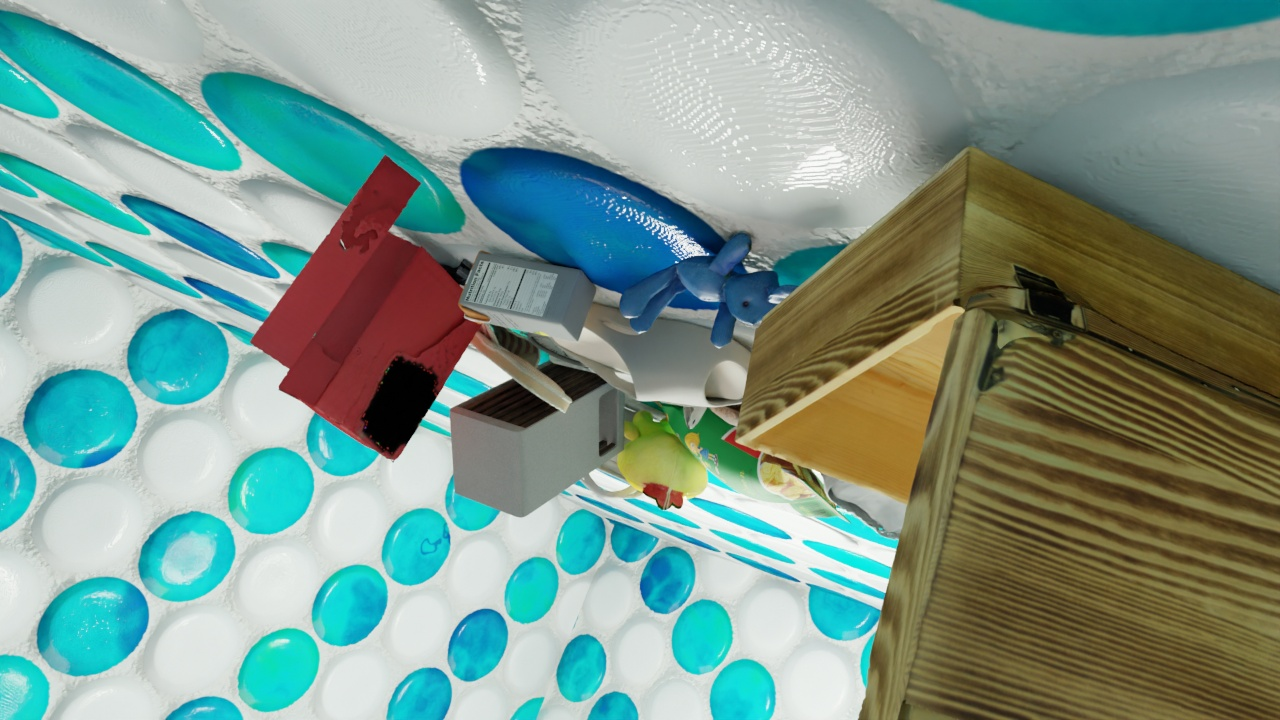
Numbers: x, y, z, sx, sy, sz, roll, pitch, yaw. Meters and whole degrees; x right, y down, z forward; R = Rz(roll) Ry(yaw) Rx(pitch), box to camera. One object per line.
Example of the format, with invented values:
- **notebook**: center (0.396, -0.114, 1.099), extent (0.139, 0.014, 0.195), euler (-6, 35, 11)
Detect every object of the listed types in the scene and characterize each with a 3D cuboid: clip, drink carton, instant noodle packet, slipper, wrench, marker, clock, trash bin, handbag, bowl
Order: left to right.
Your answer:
- **wrench**: center (-0.255, -0.108, 1.102), extent (0.274, 0.022, 0.073), euler (13, 158, 30)
- **slipper**: center (-0.169, -0.019, 1.159), extent (0.263, 0.052, 0.115), euler (36, 178, 42)
- **drink carton**: center (-0.117, -0.066, 0.947), extent (0.125, 0.076, 0.048), euler (12, 163, 23)
- **trash bin**: center (-0.128, 0.091, 1.200), extent (0.115, 0.115, 0.228), euler (14, -155, 30)
- **clock**: center (-0.083, -0.021, 1.133), extent (0.122, 0.035, 0.095), euler (28, 165, -16)
- **marker**: center (-0.068, 0.001, 1.213), extent (0.133, 0.027, 0.023), euler (12, 163, 44)
- **handbag**: center (-0.058, 0.144, 1.389), extent (0.216, 0.096, 0.222), euler (24, -156, -4)
- **slipper**: center (-0.006, 0.006, 0.982), extent (0.266, 0.080, 0.113), euler (19, 144, 25)
- **clip**: center (0.067, 0.049, 1.107), extent (0.052, 0.058, 0.102), euler (58, -176, 26)
- **bowl**: center (0.115, 0.058, 1.048), extent (0.102, 0.026, 0.114), euler (18, -168, 5)
- **instant noodle packet**: center (0.146, 0.132, 1.223), extent (0.253, 0.090, 0.195), euler (27, 172, 37)
- **slipper**: center (0.306, 0.170, 1.174), extent (0.112, 0.074, 0.246), euler (-29, 136, 33)

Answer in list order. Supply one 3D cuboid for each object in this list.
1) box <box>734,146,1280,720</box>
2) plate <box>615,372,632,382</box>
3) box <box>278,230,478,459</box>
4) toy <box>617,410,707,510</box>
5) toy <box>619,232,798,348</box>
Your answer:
- **box**: center (0.218, 0.108, 0.472), extent (0.279, 0.333, 0.287), euler (22, 152, -12)
- **plate**: center (0.025, 0.012, 1.105), extent (0.134, 0.011, 0.135), euler (11, 163, 3)
- **box**: center (-0.313, -0.022, 1.051), extent (0.153, 0.213, 0.165), euler (13, 157, 36)
- **toy**: center (0.032, 0.134, 1.323), extent (0.133, 0.092, 0.207), euler (15, -162, -13)
- **toy**: center (0.073, -0.049, 0.733), extent (0.177, 0.071, 0.112), euler (4, 162, 25)
